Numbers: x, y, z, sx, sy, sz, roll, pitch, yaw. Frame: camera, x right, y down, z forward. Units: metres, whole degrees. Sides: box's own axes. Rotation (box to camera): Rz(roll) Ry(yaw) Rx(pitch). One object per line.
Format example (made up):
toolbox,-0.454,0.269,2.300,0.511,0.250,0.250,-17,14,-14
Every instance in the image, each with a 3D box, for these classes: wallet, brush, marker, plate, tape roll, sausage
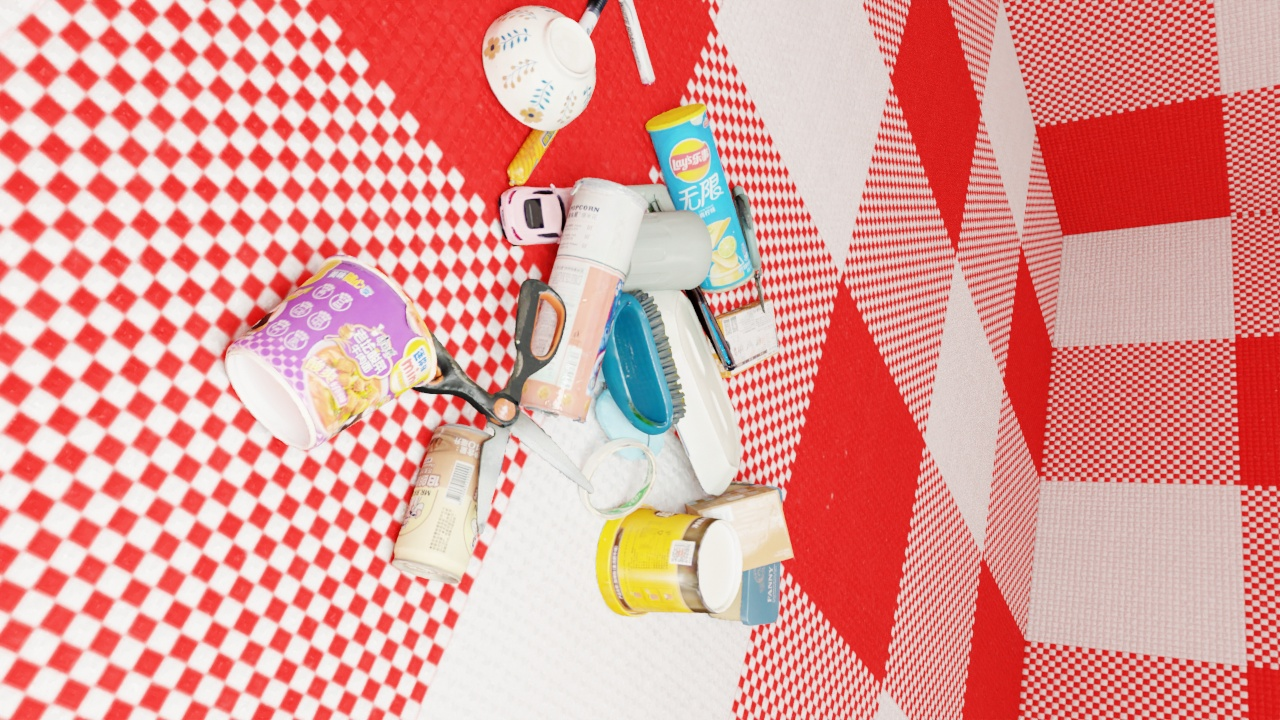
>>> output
wallet,0.074,-0.054,1.048,0.096,0.020,0.122,61,4,-30
brush,-0.005,0.005,0.887,0.073,0.055,0.144,-23,98,-46
marker,-0.061,-0.335,0.935,0.022,0.018,0.130,52,47,-39
plate,0.063,0.028,1.023,0.161,0.034,0.266,-76,147,-59
marker,-0.010,-0.376,1.013,0.017,0.017,0.145,-43,122,-49
tape roll,-0.022,0.119,0.921,0.085,0.014,0.086,-14,118,-29
sausage,-0.090,-0.221,0.878,0.021,0.021,0.164,55,46,-37

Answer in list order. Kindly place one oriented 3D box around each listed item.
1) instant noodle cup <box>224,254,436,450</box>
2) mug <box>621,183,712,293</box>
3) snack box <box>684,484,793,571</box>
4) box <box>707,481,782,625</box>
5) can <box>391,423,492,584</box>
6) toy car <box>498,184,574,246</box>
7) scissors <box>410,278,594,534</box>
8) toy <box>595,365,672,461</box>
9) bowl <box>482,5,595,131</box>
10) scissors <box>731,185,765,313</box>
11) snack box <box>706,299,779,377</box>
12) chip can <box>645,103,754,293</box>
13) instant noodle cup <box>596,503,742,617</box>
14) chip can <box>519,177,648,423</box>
instant noodle cup,-0.212,-0.001,0.615,0.099,0.112,0.111,-43,123,-38
mug,0.001,-0.128,0.945,0.103,0.084,0.124,-10,68,-37
snack box,0.109,0.191,1.034,0.094,0.092,0.077,150,-74,-83
box,0.129,0.242,1.129,0.089,0.062,0.184,13,75,-54
can,-0.152,0.113,0.728,0.058,0.059,0.116,41,55,-46
toy car,-0.087,-0.137,0.864,0.122,0.037,0.056,-16,102,-56
scissors,-0.118,0.021,0.732,0.221,0.022,0.233,28,57,-21
toy,-0.014,0.039,0.945,0.161,0.050,0.156,-6,90,-52
bowl,-0.081,-0.274,0.840,0.113,0.062,0.113,13,72,-44
scissors,0.138,-0.142,1.149,0.172,0.019,0.176,27,52,-83
snack box,0.135,-0.030,1.190,0.153,0.026,0.075,-22,105,-55
chip can,0.072,-0.187,1.070,0.071,0.071,0.210,-48,126,-46
instant noodle cup,0.033,0.208,0.943,0.118,0.115,0.118,8,81,-55
chip can,-0.055,-0.053,0.839,0.071,0.071,0.214,25,78,-52
